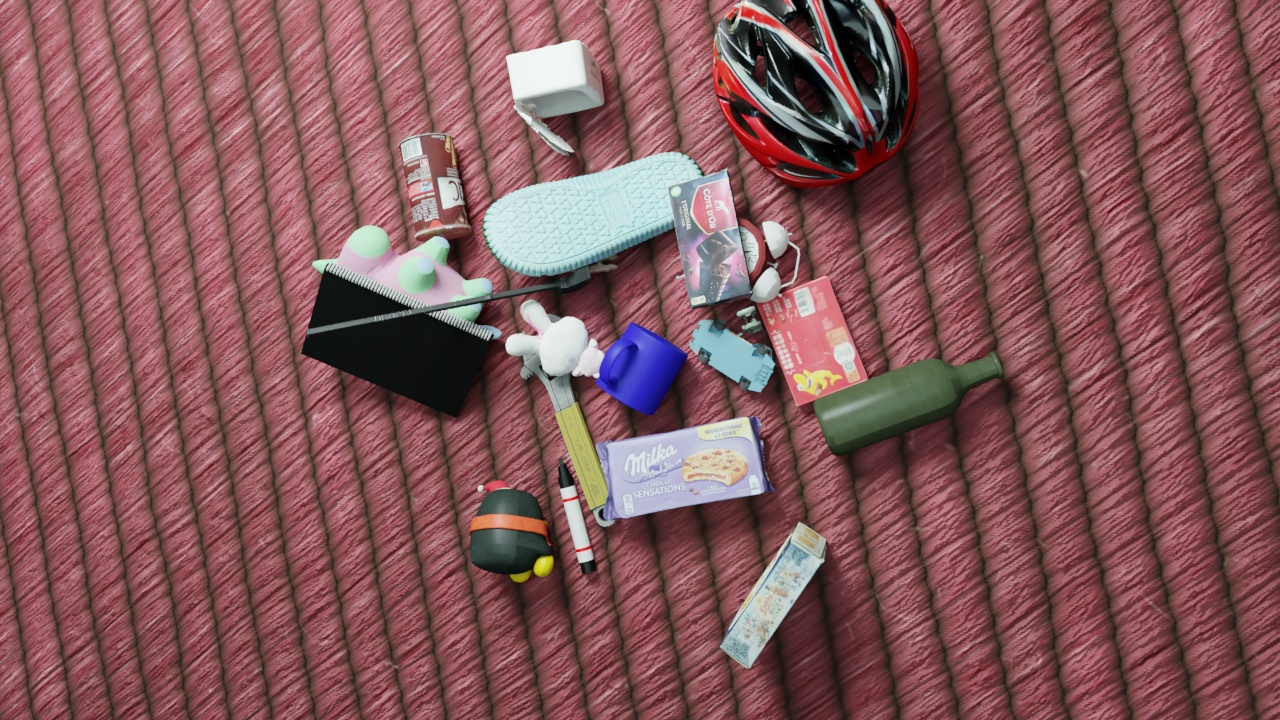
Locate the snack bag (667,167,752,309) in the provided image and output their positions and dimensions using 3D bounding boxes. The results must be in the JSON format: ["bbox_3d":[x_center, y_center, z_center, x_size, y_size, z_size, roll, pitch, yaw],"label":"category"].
[{"bbox_3d":[0.080,-0.139,1.058,0.075,0.018,0.155,-14,79,17],"label":"snack bag"}]

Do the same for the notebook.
[{"bbox_3d":[-0.297,-0.021,1.114,0.206,0.016,0.149,24,128,-10],"label":"notebook"}]

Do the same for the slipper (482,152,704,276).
[{"bbox_3d":[-0.052,-0.175,1.110,0.276,0.069,0.116,-20,82,-6],"label":"slipper"}]

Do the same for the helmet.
[{"bbox_3d":[0.191,-0.329,1.027,0.217,0.167,0.272,-31,72,6],"label":"helmet"}]

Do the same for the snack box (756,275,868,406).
[{"bbox_3d":[0.203,-0.023,1.084,0.089,0.021,0.133,-21,86,11],"label":"snack box"}]

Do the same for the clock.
[{"bbox_3d":[0.117,-0.120,1.080,0.138,0.048,0.096,9,87,18],"label":"clock"}]

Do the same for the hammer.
[{"bbox_3d":[-0.211,-0.064,1.043,0.324,0.095,0.015,-14,89,-24],"label":"hammer"}]

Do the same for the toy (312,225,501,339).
[{"bbox_3d":[-0.287,-0.078,1.141,0.222,0.119,0.172,43,128,-19],"label":"toy"}]

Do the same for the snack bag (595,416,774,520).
[{"bbox_3d":[0.050,0.128,1.097,0.205,0.058,0.096,-11,87,11],"label":"snack bag"}]

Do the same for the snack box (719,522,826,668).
[{"bbox_3d":[0.153,0.260,1.035,0.042,0.144,0.145,34,95,12],"label":"snack box"}]

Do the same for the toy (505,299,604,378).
[{"bbox_3d":[-0.097,-0.018,1.116,0.125,0.037,0.076,25,87,-12],"label":"toy"}]

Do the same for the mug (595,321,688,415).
[{"bbox_3d":[-0.006,0.006,1.081,0.079,0.111,0.083,34,97,33],"label":"mug"}]

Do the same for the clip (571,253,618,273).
[{"bbox_3d":[-0.057,-0.122,1.134,0.062,0.025,0.047,25,94,8],"label":"clip"}]

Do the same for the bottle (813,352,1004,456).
[{"bbox_3d":[0.304,0.042,1.040,0.207,0.071,0.071,-22,86,10],"label":"bottle"}]

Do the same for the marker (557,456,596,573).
[{"bbox_3d":[-0.082,0.192,1.143,0.019,0.019,0.145,-15,88,11],"label":"marker"}]

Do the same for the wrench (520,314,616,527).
[{"bbox_3d":[-0.082,0.076,1.142,0.084,0.018,0.273,-22,86,6],"label":"wrench"}]

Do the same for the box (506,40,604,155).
[{"bbox_3d":[-0.097,-0.297,1.098,0.103,0.110,0.130,-9,88,11],"label":"box"}]

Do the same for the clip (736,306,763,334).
[{"bbox_3d":[0.128,-0.048,1.072,0.023,0.076,0.047,-23,87,10],"label":"clip"}]

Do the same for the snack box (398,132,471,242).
[{"bbox_3d":[-0.257,-0.215,1.148,0.072,0.072,0.121,-11,87,11],"label":"snack box"}]

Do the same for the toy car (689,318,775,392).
[{"bbox_3d":[0.113,-0.009,1.096,0.108,0.027,0.060,33,118,19],"label":"toy car"}]

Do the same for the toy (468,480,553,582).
[{"bbox_3d":[-0.160,0.204,1.125,0.098,0.099,0.119,-28,53,51],"label":"toy"}]
